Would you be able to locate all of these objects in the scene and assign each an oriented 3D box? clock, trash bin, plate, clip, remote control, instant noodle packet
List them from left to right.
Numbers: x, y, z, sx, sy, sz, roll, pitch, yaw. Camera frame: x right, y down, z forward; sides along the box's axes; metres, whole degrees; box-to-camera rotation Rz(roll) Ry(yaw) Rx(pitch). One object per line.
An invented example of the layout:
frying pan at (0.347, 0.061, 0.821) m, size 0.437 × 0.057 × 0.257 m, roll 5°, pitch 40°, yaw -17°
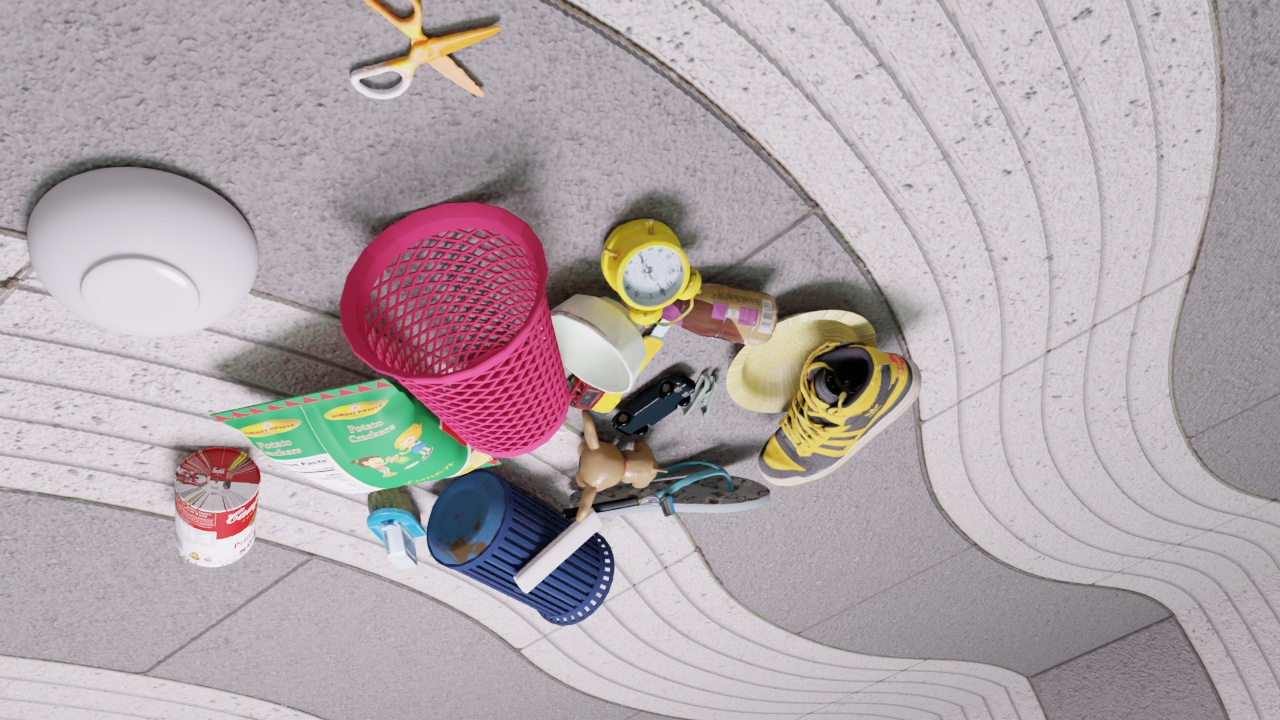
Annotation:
instant noodle packet at (-0.292, 0.086, 0.985) m, size 0.196 × 0.090 × 0.253 m, roll -11°, pitch 153°, yaw 15°
trash bin at (-0.158, 0.245, 1.205) m, size 0.139 × 0.139 × 0.249 m, roll -30°, pitch 138°, yaw 16°
remote control at (-0.101, 0.238, 1.145) m, size 0.130 × 0.012 × 0.033 m, roll -40°, pitch 131°, yaw -19°
clock at (0.012, -0.085, 0.911) m, size 0.083 × 0.057 × 0.119 m, roll -33°, pitch 124°, yaw 2°
clip at (0.084, 0.044, 1.138) m, size 0.050 × 0.023 × 0.078 m, roll 8°, pitch 137°, yaw -31°
plate at (0.187, -0.008, 1.098) m, size 0.184 × 0.036 × 0.185 m, roll -10°, pitch 142°, yaw -8°

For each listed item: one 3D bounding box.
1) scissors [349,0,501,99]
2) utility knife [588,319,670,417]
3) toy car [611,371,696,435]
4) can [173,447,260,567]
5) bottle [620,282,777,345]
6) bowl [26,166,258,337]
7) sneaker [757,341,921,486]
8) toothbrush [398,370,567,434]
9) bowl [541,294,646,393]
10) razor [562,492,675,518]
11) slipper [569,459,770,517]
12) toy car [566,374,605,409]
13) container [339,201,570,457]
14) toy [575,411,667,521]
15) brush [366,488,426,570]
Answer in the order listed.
scissors at (-0.173, -0.238, 0.713) m, size 0.128 × 0.011 × 0.125 m, roll -34°, pitch 137°, yaw 23°
utility knife at (-0.006, 0.006, 1.062) m, size 0.030 × 0.017 × 0.192 m, roll 8°, pitch 139°, yaw -34°
toy car at (0.016, 0.052, 1.112) m, size 0.112 × 0.034 × 0.046 m, roll -36°, pitch 138°, yaw 21°
can at (-0.477, 0.166, 1.033) m, size 0.086 × 0.086 × 0.117 m, roll 4°, pitch 137°, yaw -24°
bottle at (0.061, -0.056, 0.981) m, size 0.166 × 0.059 × 0.060 m, roll 9°, pitch 136°, yaw -16°
bowl at (-0.420, -0.075, 0.778) m, size 0.176 × 0.066 × 0.177 m, roll -10°, pitch 141°, yaw -8°
sneaker at (0.212, 0.066, 1.095) m, size 0.239 × 0.086 × 0.122 m, roll -42°, pitch 142°, yaw 23°
toothbrush at (-0.174, 0.055, 1.054) m, size 0.222 × 0.027 × 0.027 m, roll 22°, pitch 163°, yaw -38°
bowl at (-0.041, -0.026, 0.957) m, size 0.061 × 0.117 × 0.117 m, roll -53°, pitch 150°, yaw -25°
razor at (-0.029, 0.187, 1.178) m, size 0.144 × 0.022 × 0.043 m, roll -7°, pitch 135°, yaw 6°
slipper at (0.038, 0.166, 1.234) m, size 0.269 × 0.098 × 0.055 m, roll -4°, pitch 104°, yaw -1°
toy car at (-0.054, 0.021, 1.052) m, size 0.042 × 0.036 × 0.091 m, roll 12°, pitch 128°, yaw -30°
container at (-0.154, -0.009, 0.883) m, size 0.183 × 0.183 × 0.226 m, roll -17°, pitch 149°, yaw 0°
toy at (-0.033, 0.132, 1.152) m, size 0.108 × 0.134 × 0.106 m, roll 4°, pitch 179°, yaw -26°
brush at (-0.304, 0.208, 1.133) m, size 0.055 × 0.075 × 0.136 m, roll -11°, pitch 157°, yaw -6°
